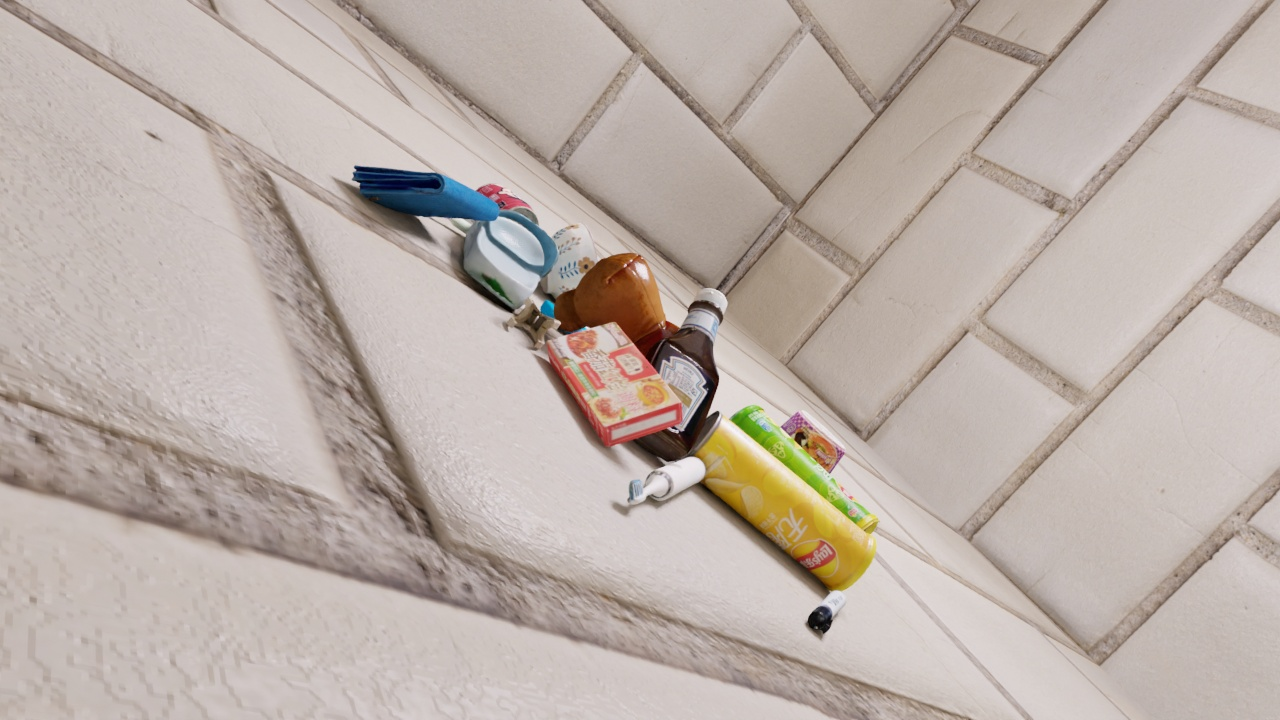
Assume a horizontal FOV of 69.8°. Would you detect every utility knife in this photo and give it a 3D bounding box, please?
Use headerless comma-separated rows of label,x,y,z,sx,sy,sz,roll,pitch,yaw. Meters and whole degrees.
utility knife,-0.031,-0.006,1.089,0.206,0.018,0.034,35,8,-17

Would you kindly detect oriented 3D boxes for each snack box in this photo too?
snack box,-0.027,0.018,0.850,0.153,0.075,0.025,-129,-152,-50

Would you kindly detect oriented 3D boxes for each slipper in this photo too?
slipper,-0.144,-0.126,1.041,0.104,0.074,0.245,40,12,-14

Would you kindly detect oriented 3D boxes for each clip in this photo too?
clip,-0.098,-0.032,0.932,0.081,0.034,0.104,39,1,7

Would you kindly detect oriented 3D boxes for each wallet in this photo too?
wallet,-0.220,-0.172,0.950,0.106,0.040,0.133,7,-2,16

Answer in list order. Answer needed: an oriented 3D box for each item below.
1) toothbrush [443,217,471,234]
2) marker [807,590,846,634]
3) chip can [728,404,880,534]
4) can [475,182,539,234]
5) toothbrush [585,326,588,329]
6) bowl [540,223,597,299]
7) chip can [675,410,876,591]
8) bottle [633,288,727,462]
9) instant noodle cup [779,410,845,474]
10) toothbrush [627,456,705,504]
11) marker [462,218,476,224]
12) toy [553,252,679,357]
toothbrush,-0.212,-0.158,1.108,0.189,0.020,0.029,30,20,-54
marker,0.173,0.229,0.839,0.022,0.018,0.130,53,13,18
chip can,0.192,0.147,1.140,0.221,0.073,0.072,45,10,27
can,-0.179,-0.188,1.202,0.066,0.066,0.094,32,6,-42
toothbrush,-0.007,0.007,1.136,0.224,0.027,0.026,37,-4,-24
bowl,-0.097,-0.118,1.186,0.062,0.114,0.113,-9,31,-18
chip can,0.138,0.143,0.933,0.213,0.072,0.072,40,9,-6
bottle,0.044,0.006,0.922,0.080,0.044,0.194,37,52,-16
instant noodle cup,0.216,0.129,1.244,0.111,0.099,0.111,38,11,-9
toothbrush,0.023,0.104,0.787,0.220,0.027,0.026,5,79,-75
marker,-0.232,-0.193,1.197,0.146,0.017,0.017,47,11,35
toy,-0.002,-0.015,0.997,0.199,0.131,0.139,48,51,-4
